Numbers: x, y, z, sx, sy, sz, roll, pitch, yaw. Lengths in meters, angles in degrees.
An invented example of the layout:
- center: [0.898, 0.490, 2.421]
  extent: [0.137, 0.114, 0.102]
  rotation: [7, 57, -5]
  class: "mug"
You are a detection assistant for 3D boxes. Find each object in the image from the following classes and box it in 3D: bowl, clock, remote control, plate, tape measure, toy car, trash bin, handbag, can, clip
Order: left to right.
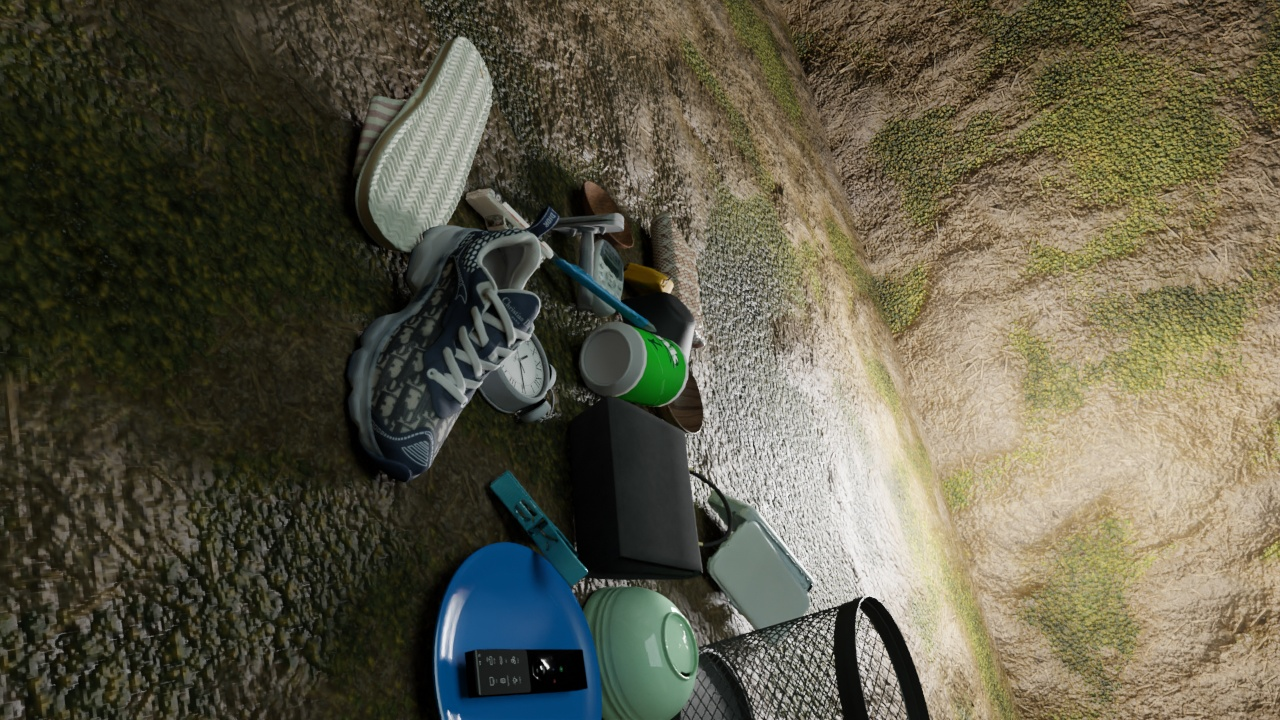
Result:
- center: [-0.145, -0.141, 1.004]
  extent: [0.113, 0.039, 0.039]
  rotation: [43, 56, -42]
  class: "toy car"
- center: [-0.105, 0.267, 0.776]
  extent: [0.224, 0.024, 0.223]
  rotation: [44, 34, -42]
  class: "plate"
- center: [-0.124, 0.011, 0.924]
  extent: [0.122, 0.035, 0.094]
  rotation: [50, 31, -33]
  class: "clock"
- center: [-0.091, 0.258, 0.761]
  extent: [0.150, 0.013, 0.034]
  rotation: [27, 47, -55]
  class: "remote control"
- center: [-0.088, 0.165, 0.868]
  extent: [0.122, 0.033, 0.120]
  rotation: [47, -5, 26]
  class: "clip"
- center: [-0.052, -0.190, 1.234]
  extent: [0.114, 0.026, 0.102]
  rotation: [17, 46, -63]
  class: "bowl"
- center: [-0.048, -0.105, 1.177]
  extent: [0.060, 0.028, 0.114]
  rotation: [51, 30, -34]
  class: "remote control"
- center: [-0.007, 0.006, 1.103]
  extent: [0.139, 0.088, 0.087]
  rotation: [17, 56, -59]
  class: "can"
- center: [0.009, 0.295, 0.924]
  extent: [0.151, 0.077, 0.150]
  rotation: [44, 33, -41]
  class: "bowl"
- center: [0.016, -0.107, 1.266]
  extent: [0.059, 0.068, 0.030]
  rotation: [38, 75, -56]
  class: "tape measure"
- center: [0.027, 0.152, 1.002]
  extent: [0.195, 0.072, 0.175]
  rotation: [18, 53, -35]
  class: "handbag"
- center: [0.035, -0.054, 1.225]
  extent: [0.124, 0.053, 0.123]
  rotation: [37, 23, -19]
  class: "bowl"
- center: [0.042, 0.046, 1.236]
  extent: [0.119, 0.032, 0.119]
  rotation: [44, 34, -42]
  class: "bowl"
- center: [0.053, -0.119, 1.373]
  extent: [0.124, 0.047, 0.185]
  rotation: [49, 30, -51]
  class: "handbag"
- center: [0.168, 0.387, 0.990]
  extent: [0.218, 0.228, 0.217]
  rotation: [44, 35, -42]
  class: "trash bin"

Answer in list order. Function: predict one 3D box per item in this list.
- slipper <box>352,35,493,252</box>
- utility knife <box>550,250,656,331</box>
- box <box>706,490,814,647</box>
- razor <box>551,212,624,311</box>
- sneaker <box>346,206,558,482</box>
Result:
- center: [-0.213, -0.214, 0.888]
  extent: [0.115, 0.052, 0.262]
  rotation: [59, 38, -44]
  class: "slipper"
- center: [-0.068, -0.097, 1.077]
  extent: [0.220, 0.031, 0.015]
  rotation: [35, 72, -23]
  class: "utility knife"
- center: [0.145, 0.278, 1.258]
  extent: [0.129, 0.105, 0.210]
  rotation: [-45, 123, -18]
  class: "box"
- center: [-0.066, -0.118, 1.118]
  extent: [0.047, 0.088, 0.116]
  rotation: [8, 83, -62]
  class: "razor"
- center: [-0.146, -0.024, 0.777]
  extent: [0.103, 0.133, 0.268]
  rotation: [50, 39, -38]
  class: "sneaker"
